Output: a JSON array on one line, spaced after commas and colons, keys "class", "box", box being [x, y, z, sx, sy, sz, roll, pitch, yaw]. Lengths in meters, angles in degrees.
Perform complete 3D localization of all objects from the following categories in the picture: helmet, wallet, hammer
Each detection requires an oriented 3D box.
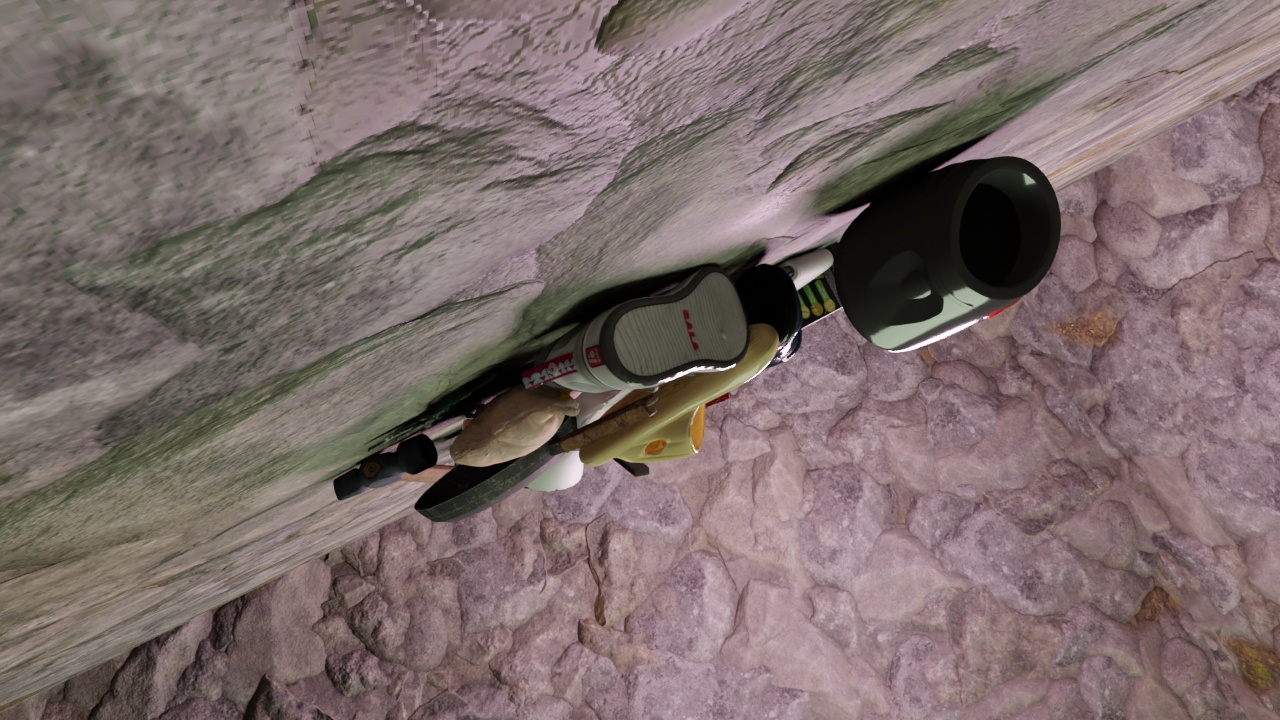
[{"class": "helmet", "box": [0.303, -0.109, 0.971, 0.264, 0.164, 0.170, -36, -168, -29]}, {"class": "wallet", "box": [0.175, -0.098, 1.184, 0.115, 0.037, 0.119, -22, 170, -45]}, {"class": "hammer", "box": [-0.254, 0.147, 1.179, 0.129, 0.040, 0.321, -24, 165, 13]}]

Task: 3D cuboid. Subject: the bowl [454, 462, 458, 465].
[{"class": "bowl", "box": [-0.207, 0.111, 1.268, 0.114, 0.045, 0.114, -18, 164, -5]}]

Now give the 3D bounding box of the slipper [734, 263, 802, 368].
[{"class": "slipper", "box": [0.152, -0.045, 1.076, 0.083, 0.109, 0.266, 8, 174, -10]}]

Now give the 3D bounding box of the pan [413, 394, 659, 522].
[{"class": "pan", "box": [-0.100, 0.096, 0.956, 0.358, 0.040, 0.207, -21, -167, 44]}]

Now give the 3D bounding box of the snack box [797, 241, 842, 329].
[{"class": "snack box", "box": [0.234, -0.095, 1.271, 0.025, 0.080, 0.148, -23, 174, -42]}]

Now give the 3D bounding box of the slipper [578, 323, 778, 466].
[{"class": "slipper", "box": [0.051, 0.051, 0.987, 0.262, 0.079, 0.111, -33, -162, 26]}]

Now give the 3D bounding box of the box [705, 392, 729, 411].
[{"class": "box", "box": [0.051, 0.045, 1.541, 0.112, 0.134, 0.158, -26, 175, -24]}]

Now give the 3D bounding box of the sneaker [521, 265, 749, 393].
[{"class": "sneaker", "box": [0.007, -0.019, 0.855, 0.129, 0.097, 0.262, -15, -176, 37]}]

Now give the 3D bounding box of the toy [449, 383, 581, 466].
[{"class": "toy", "box": [-0.088, 0.039, 0.946, 0.197, 0.065, 0.263, -21, -173, 29]}]

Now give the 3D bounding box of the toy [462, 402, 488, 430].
[{"class": "toy", "box": [-0.185, 0.070, 1.091, 0.049, 0.030, 0.112, 5, 163, -15]}]

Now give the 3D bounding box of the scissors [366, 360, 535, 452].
[{"class": "scissors", "box": [-0.192, 0.048, 0.887, 0.210, 0.015, 0.142, -28, 179, 5]}]

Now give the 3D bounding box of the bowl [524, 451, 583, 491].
[{"class": "bowl", "box": [-0.163, 0.140, 1.480, 0.153, 0.153, 0.073, -21, 130, -51]}]

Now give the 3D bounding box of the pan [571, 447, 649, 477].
[{"class": "pan", "box": [-0.062, 0.116, 1.327, 0.178, 0.041, 0.357, -9, -167, -20]}]

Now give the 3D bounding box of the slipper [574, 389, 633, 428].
[{"class": "slipper", "box": [-0.006, 0.006, 1.080, 0.112, 0.074, 0.248, -35, 178, -45]}]
